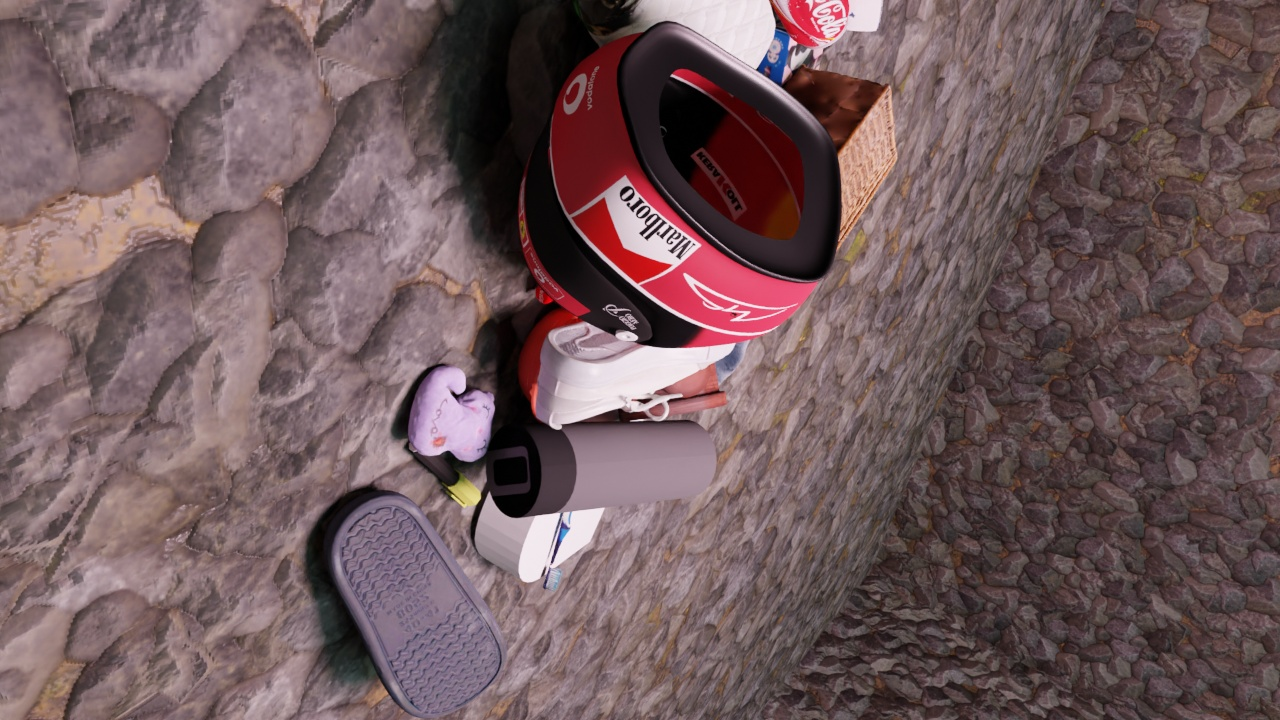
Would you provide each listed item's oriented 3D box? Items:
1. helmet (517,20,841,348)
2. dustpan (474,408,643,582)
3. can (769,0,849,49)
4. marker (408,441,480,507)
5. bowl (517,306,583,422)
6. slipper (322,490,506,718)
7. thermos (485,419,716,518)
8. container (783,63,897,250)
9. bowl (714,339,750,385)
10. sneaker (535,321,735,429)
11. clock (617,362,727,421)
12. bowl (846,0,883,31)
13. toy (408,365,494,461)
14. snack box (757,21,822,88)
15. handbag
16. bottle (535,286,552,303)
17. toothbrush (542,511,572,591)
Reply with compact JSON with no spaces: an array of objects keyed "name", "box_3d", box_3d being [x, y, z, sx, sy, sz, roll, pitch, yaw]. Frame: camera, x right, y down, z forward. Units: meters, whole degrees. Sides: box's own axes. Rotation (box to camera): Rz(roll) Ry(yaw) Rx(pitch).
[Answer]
[{"name":"helmet","box_3d":[0.016,-0.115,0.713,0.270,0.225,0.197,23,65,-35]},{"name":"dustpan","box_3d":[-0.089,0.140,1.012,0.192,0.053,0.257,-67,165,12]},{"name":"can","box_3d":[0.156,-0.352,0.875,0.064,0.064,0.104,-58,138,-6]},{"name":"marker","box_3d":[-0.174,0.101,0.815,0.021,0.017,0.124,-53,152,-16]},{"name":"bowl","box_3d":[-0.072,-0.004,0.862,0.130,0.045,0.131,-42,149,-33]},{"name":"slipper","box_3d":[-0.210,0.214,0.813,0.110,0.083,0.268,-37,129,-26]},{"name":"thermos","box_3d":[-0.032,0.099,0.878,0.240,0.082,0.082,3,114,-48]},{"name":"container","box_3d":[0.172,-0.199,0.953,0.198,0.114,0.113,-54,149,-19]},{"name":"bowl","box_3d":[0.092,-0.026,1.130,0.110,0.055,0.111,-43,150,-34]},{"name":"sneaker","box_3d":[-0.005,0.005,0.850,0.241,0.089,0.091,-16,135,-47]},{"name":"clock","box_3d":[0.025,0.021,0.974,0.157,0.121,0.072,-6,87,-70]},{"name":"bowl","box_3d":[0.212,-0.395,0.938,0.113,0.063,0.113,-1,89,-82]},{"name":"toy","box_3d":[-0.154,0.045,0.773,0.099,0.036,0.080,12,88,-63]},{"name":"snack box","box_3d":[0.158,-0.293,1.001,0.087,0.033,0.154,-37,145,-41]},{"name":"handbag","box_3d":[0.029,-0.276,0.743,0.139,0.072,0.195,-51,155,0]},{"name":"bottle","box_3d":[-0.051,-0.074,0.840,0.118,0.036,0.036,-27,138,-49]},{"name":"toothbrush","box_3d":[-0.076,0.173,0.967,0.016,0.017,0.189,-56,165,-61]}]
